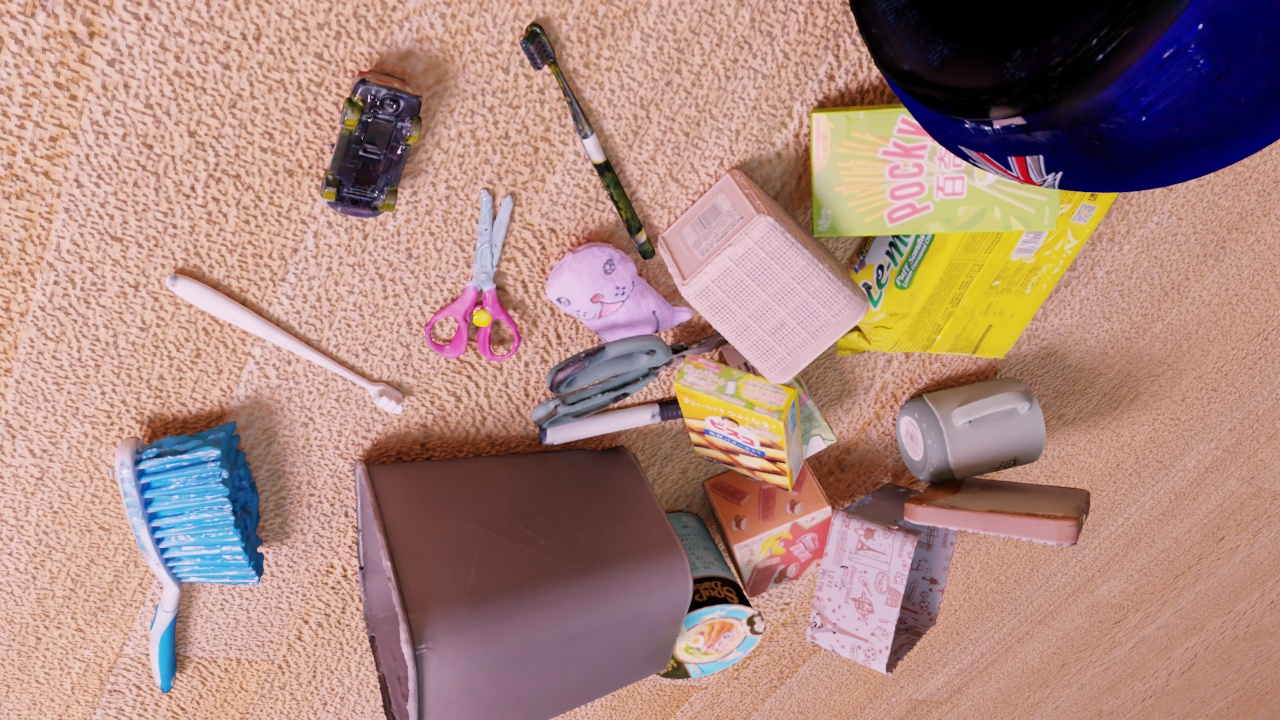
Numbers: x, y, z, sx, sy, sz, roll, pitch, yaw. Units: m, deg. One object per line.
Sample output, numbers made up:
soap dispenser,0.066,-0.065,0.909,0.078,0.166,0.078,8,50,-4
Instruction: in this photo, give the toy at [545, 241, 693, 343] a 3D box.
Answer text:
toy,-0.023,-0.042,0.640,0.084,0.039,0.108,-31,139,14

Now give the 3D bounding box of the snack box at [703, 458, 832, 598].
snack box,0.121,0.148,0.843,0.094,0.077,0.093,-22,134,-3

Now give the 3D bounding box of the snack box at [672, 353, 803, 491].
snack box,0.079,0.051,0.713,0.033,0.087,0.140,-61,157,-23

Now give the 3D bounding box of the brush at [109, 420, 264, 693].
brush,-0.340,0.164,0.696,0.109,0.060,0.315,-2,134,-13

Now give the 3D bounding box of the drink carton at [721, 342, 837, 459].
drink carton,0.113,0.029,0.748,0.045,0.053,0.122,-31,134,10

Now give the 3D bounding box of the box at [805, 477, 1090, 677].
box,0.276,0.192,0.821,0.180,0.218,0.158,-3,95,-60

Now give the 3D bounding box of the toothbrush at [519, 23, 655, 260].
toothbrush,-0.029,-0.128,0.576,0.012,0.017,0.186,3,144,29

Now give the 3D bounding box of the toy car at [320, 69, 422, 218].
toy car,-0.153,-0.120,0.521,0.042,0.035,0.091,10,131,-27

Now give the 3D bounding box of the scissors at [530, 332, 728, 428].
scissors,0.000,0.001,0.668,0.179,0.019,0.161,-23,163,-6

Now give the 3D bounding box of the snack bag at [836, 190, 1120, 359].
snack bag,0.260,-0.098,0.683,0.157,0.068,0.247,3,128,-24

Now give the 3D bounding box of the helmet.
helmet,0.245,-0.240,0.438,0.239,0.247,0.316,-5,110,-38

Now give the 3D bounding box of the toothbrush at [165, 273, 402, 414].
toothbrush,-0.228,-0.007,0.606,0.016,0.016,0.180,-41,132,13

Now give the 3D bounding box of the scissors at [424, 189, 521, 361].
scissors,-0.113,-0.055,0.612,0.072,0.017,0.137,1,126,-10

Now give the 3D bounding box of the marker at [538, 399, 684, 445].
marker,-0.017,0.049,0.740,0.130,0.018,0.023,-11,142,-13

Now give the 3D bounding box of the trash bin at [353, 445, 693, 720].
trash bin,-0.097,0.178,0.714,0.219,0.199,0.199,-8,134,-24

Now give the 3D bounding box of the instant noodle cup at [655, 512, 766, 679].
instant noodle cup,0.042,0.207,0.835,0.111,0.120,0.111,-10,133,-11

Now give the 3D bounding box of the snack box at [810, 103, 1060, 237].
snack box,0.191,-0.126,0.600,0.156,0.026,0.086,0,114,12

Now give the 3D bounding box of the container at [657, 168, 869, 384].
container,0.079,-0.059,0.628,0.090,0.089,0.111,-42,125,16

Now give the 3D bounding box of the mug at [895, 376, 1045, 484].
mug,0.295,0.058,0.817,0.106,0.082,0.112,-10,156,-8
